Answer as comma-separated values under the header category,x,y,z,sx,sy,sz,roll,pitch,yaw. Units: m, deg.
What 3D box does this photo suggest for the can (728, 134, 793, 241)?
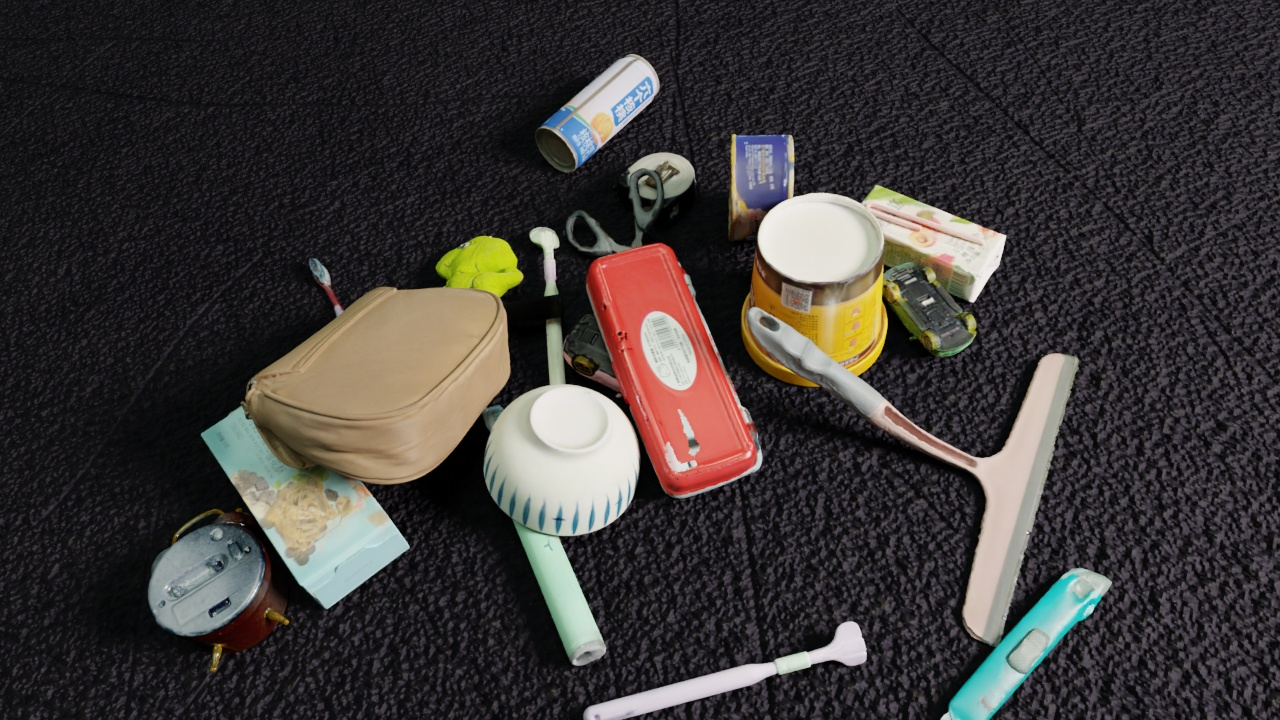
category,x,y,z,sx,sy,sz,roll,pitch,yaw
can,0.099,-0.142,0.769,0.049,0.148,0.074,0,83,5

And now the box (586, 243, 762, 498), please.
category,x,y,z,sx,sy,sz,roll,pitch,yaw
box,0.024,0.004,0.706,0.086,0.047,0.201,-17,68,-11

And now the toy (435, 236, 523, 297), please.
category,x,y,z,sx,sy,sz,roll,pitch,yaw
toy,-0.142,-0.079,0.809,0.097,0.031,0.099,0,38,20

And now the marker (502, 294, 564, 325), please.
category,x,y,z,sx,sy,sz,roll,pitch,yaw
marker,-0.129,-0.036,0.782,0.132,0.020,0.022,-8,69,13

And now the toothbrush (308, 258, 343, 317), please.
category,x,y,z,sx,sy,sz,roll,pitch,yaw
toothbrush,-0.258,-0.030,0.806,0.016,0.017,0.187,-29,56,-12

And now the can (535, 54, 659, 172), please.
category,x,y,z,sx,sy,sz,roll,pitch,yaw
can,-0.041,-0.247,0.911,0.053,0.053,0.134,31,64,25

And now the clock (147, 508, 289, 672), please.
category,x,y,z,sx,sy,sz,roll,pitch,yaw
clock,-0.304,0.155,0.659,0.082,0.055,0.122,-33,57,-15

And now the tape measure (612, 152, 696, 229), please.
category,x,y,z,sx,sy,sz,roll,pitch,yaw
tape measure,0.019,-0.162,0.857,0.066,0.034,0.065,34,66,25

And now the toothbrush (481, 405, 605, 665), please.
category,x,y,z,sx,sy,sz,roll,pitch,yaw
toothbrush,-0.079,0.119,0.675,0.027,0.027,0.224,-13,52,-22

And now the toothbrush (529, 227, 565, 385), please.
category,x,y,z,sx,sy,sz,roll,pitch,yaw
toothbrush,-0.077,-0.041,0.792,0.029,0.020,0.189,11,51,-26

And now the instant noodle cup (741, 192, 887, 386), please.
category,x,y,z,sx,sy,sz,roll,pitch,yaw
instant noodle cup,0.138,-0.058,0.719,0.118,0.115,0.118,-4,55,5

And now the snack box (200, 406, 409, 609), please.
category,x,y,z,sx,sy,sz,roll,pitch,yaw
snack box,-0.255,0.098,0.695,0.074,0.052,0.175,-37,59,-19

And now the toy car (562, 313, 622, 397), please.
category,x,y,z,sx,sy,sz,roll,pitch,yaw
toy car,-0.004,0.004,0.742,0.122,0.037,0.056,26,68,9

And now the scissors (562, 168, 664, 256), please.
category,x,y,z,sx,sy,sz,roll,pitch,yaw
scissors,-0.008,-0.093,0.804,0.160,0.014,0.177,11,76,32

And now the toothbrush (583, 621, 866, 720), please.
category,x,y,z,sx,sy,sz,roll,pitch,yaw
toothbrush,0.054,0.208,0.600,0.189,0.021,0.029,-15,87,-2

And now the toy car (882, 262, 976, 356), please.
category,x,y,z,sx,sy,sz,roll,pitch,yaw
toy car,0.231,-0.040,0.742,0.043,0.036,0.091,-23,54,-10

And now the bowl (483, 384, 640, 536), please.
category,x,y,z,sx,sy,sz,roll,pitch,yaw
bowl,-0.054,0.061,0.668,0.116,0.066,0.116,7,47,-7

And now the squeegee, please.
category,x,y,z,sx,sy,sz,roll,pitch,yaw
squeegee,0.178,0.035,0.665,0.249,0.040,0.247,32,63,-3

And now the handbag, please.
category,x,y,z,sx,sy,sz,roll,pitch,yaw
handbag,-0.186,0.016,0.693,0.148,0.100,0.204,10,30,13

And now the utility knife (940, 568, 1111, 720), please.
category,x,y,z,sx,sy,sz,roll,pitch,yaw
utility knife,0.240,0.195,0.589,0.186,0.013,0.029,-38,70,-18

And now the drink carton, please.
category,x,y,z,sx,sy,sz,roll,pitch,yaw
drink carton,0.239,-0.102,0.780,0.122,0.045,0.053,30,64,25
